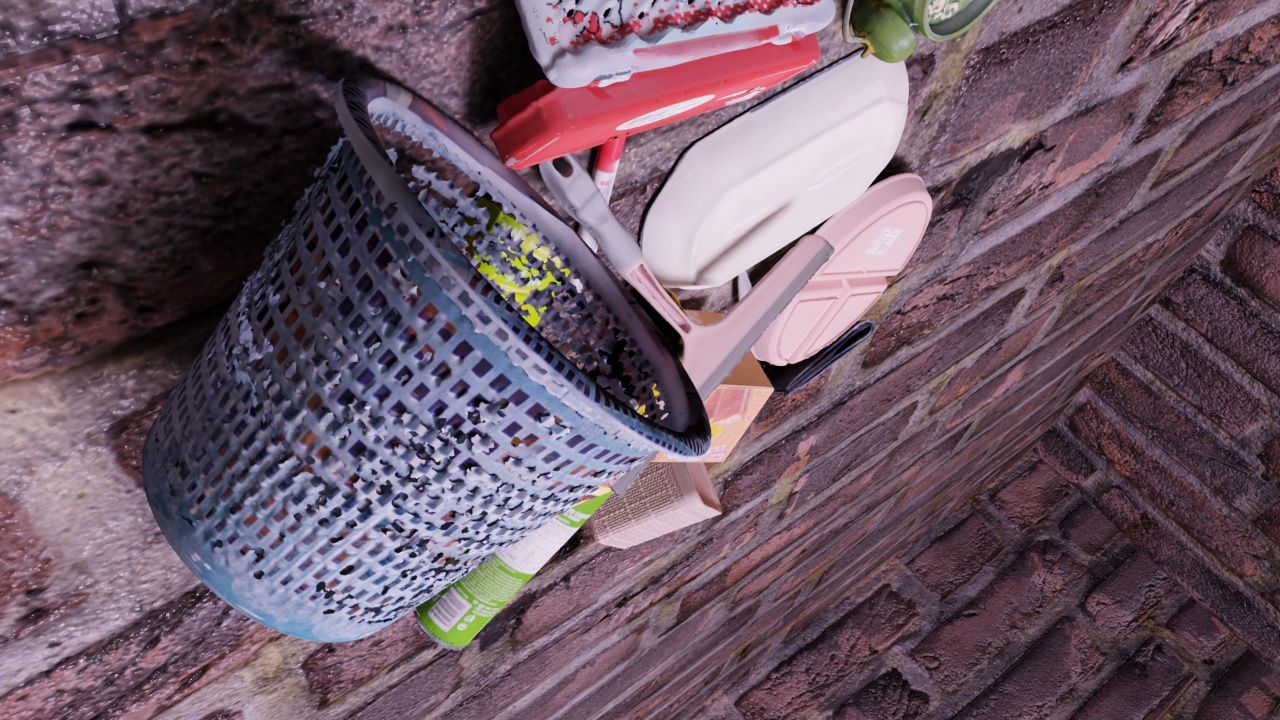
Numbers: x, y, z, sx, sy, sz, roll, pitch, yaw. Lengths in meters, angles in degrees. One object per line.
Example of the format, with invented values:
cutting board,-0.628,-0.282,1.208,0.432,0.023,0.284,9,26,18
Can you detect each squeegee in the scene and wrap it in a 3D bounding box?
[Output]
squeegee,-0.002,-0.062,0.606,0.247,0.040,0.249,-48,136,-5

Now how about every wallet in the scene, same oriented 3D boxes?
wallet,0.195,-0.004,1.009,0.121,0.019,0.097,-38,-177,-4

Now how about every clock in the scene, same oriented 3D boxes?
clock,0.191,-0.261,0.600,0.161,0.056,0.116,-34,152,-16

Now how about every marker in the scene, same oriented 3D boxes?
marker,-0.030,-0.097,0.598,0.017,0.017,0.146,-23,149,-33

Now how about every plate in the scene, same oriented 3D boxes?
plate,0.114,-0.138,0.711,0.265,0.034,0.162,-32,153,-19
plate,0.197,-0.079,0.881,0.229,0.028,0.230,-35,155,-19

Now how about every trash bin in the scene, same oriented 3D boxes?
trash bin,-0.112,0.016,0.435,0.195,0.226,0.226,-42,155,12

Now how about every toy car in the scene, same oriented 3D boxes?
toy car,-0.004,0.004,0.728,0.041,0.071,0.156,-13,142,-43

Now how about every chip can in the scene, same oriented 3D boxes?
chip can,-0.107,0.156,0.823,0.236,0.072,0.072,-47,154,12

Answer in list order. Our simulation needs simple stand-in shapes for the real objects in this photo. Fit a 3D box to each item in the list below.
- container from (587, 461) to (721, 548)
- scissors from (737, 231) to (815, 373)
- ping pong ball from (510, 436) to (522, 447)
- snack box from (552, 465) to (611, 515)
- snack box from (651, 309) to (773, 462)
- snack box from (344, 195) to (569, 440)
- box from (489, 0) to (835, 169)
container,0.005,0.125,0.890,0.111,0.090,0.090,-26,158,11
scissors,0.095,-0.026,0.883,0.221,0.022,0.234,-46,154,-2
ping pong ball,-0.095,0.064,0.731,0.040,0.040,0.040,-32,153,-19
snack box,-0.089,0.101,0.723,0.140,0.033,0.087,-21,156,4
snack box,0.043,0.022,0.773,0.077,0.092,0.095,4,132,-31
snack box,-0.109,-0.016,0.564,0.156,0.026,0.085,-57,150,5
box,0.008,-0.183,0.492,0.200,0.100,0.102,-25,-172,-33
